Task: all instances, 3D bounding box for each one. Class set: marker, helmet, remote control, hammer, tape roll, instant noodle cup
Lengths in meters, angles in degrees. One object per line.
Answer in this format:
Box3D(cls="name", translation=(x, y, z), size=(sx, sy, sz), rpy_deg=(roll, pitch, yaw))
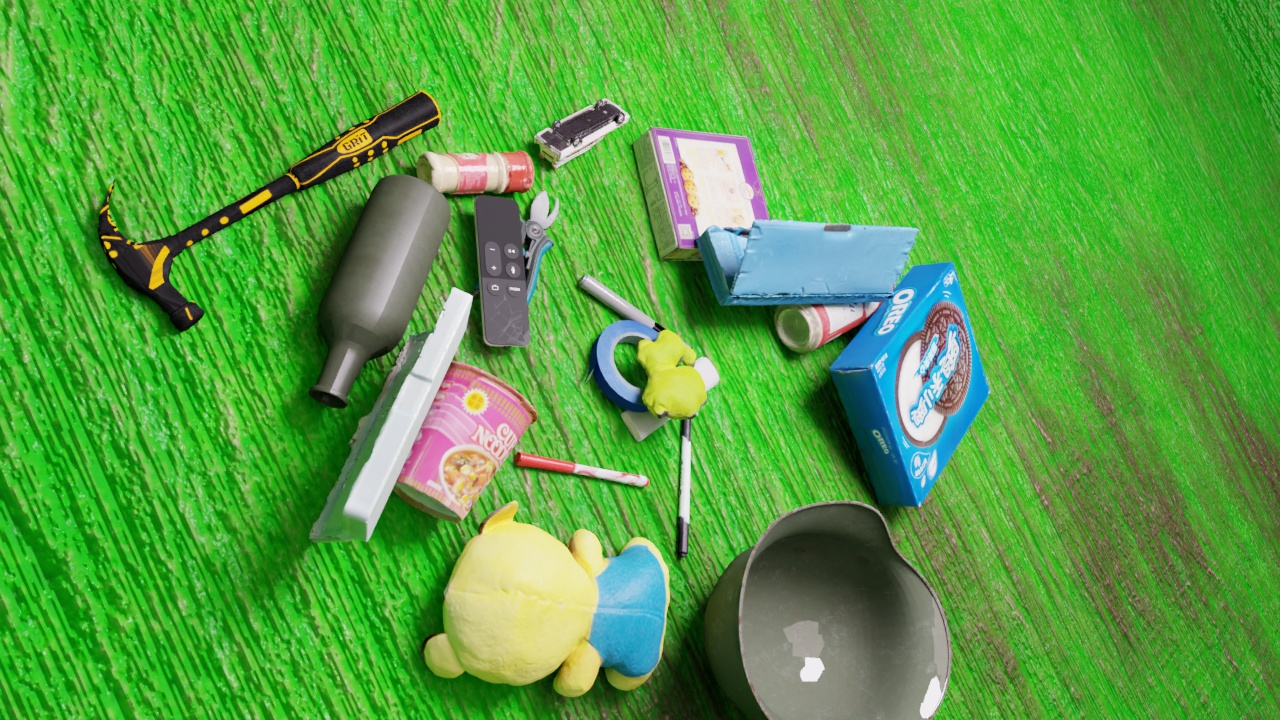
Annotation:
Box3D(cls="marker", translation=(-0.005, -0.045, 0.948), size=(0.140, 0.016, 0.016), rpy_deg=(34, 57, -19))
Box3D(cls="helmet", translation=(0.162, 0.259, 0.864), size=(0.267, 0.154, 0.226), rpy_deg=(16, 66, -24))
Box3D(cls="remote control", translation=(-0.130, -0.084, 0.858), size=(0.045, 0.008, 0.146), rpy_deg=(2, 75, -32))
Box3D(cls="marker", translation=(-0.052, 0.104, 0.865), size=(0.142, 0.013, 0.012), rpy_deg=(15, 66, -29))
Box3D(cls="remote control", translation=(0.034, 0.038, 0.946), size=(0.130, 0.012, 0.033), rpy_deg=(-34, 94, -37))
Box3D(cls="hammer", translation=(-0.297, -0.156, 0.782), size=(0.123, 0.036, 0.319), rpy_deg=(52, 56, -7))
Box3D(cls="marker", translation=(0.045, 0.123, 0.925), size=(0.011, 0.011, 0.152), rpy_deg=(15, 65, -29))
Box3D(cls="tape roll", translation=(-0.005, 0.005, 0.920), size=(0.093, 0.016, 0.091), rpy_deg=(27, 55, -15))
Box3D(cls="instant noodle cup", translation=(-0.153, 0.071, 0.763), size=(0.097, 0.098, 0.108), rpy_deg=(35, 64, -19))

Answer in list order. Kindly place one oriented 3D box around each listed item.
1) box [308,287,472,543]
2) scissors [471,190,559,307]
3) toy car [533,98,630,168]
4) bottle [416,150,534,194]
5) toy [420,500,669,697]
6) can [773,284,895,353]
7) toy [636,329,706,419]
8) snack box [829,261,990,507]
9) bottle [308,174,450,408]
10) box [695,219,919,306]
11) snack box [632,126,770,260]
Box3D(cls="box", translation=(-0.190, 0.046, 0.714), size=(0.049, 0.137, 0.196), rpy_deg=(32, 58, -21))
Box3D(cls="scissors", translation=(-0.117, -0.102, 0.891), size=(0.152, 0.019, 0.128), rpy_deg=(-19, 85, -36))
Box3D(cls="toy car", translation=(-0.062, -0.239, 0.965), size=(0.039, 0.039, 0.112), rpy_deg=(39, 51, 15))
Box3D(cls="bottle", translation=(-0.157, -0.179, 0.877), size=(0.108, 0.044, 0.044), rpy_deg=(-9, 79, -35))
Box3D(cls="toy", translation=(-0.066, 0.205, 0.777), size=(0.213, 0.084, 0.148), rpy_deg=(19, 62, -31))
Box3D(cls="can", translation=(0.231, -0.065, 1.082), size=(0.169, 0.067, 0.067), rpy_deg=(-25, 88, -38))
Box3D(cls="toy", translation=(0.030, 0.017, 0.900), size=(0.094, 0.036, 0.093), rpy_deg=(-31, 76, -41))
Box3D(cls="snack box", translation=(0.325, 0.025, 1.083), size=(0.238, 0.056, 0.195), rpy_deg=(-44, 119, -37))
Box3D(cls="bottle", translation=(-0.224, -0.057, 0.770), size=(0.071, 0.072, 0.206), rpy_deg=(28, 60, -23))
Box3D(cls="box", translation=(0.188, -0.119, 0.982), size=(0.231, 0.102, 0.094), rpy_deg=(-2, 62, -29))
Box3D(cls="snack box", translation=(0.075, -0.186, 1.036), size=(0.147, 0.041, 0.143), rpy_deg=(-4, 76, -35))
